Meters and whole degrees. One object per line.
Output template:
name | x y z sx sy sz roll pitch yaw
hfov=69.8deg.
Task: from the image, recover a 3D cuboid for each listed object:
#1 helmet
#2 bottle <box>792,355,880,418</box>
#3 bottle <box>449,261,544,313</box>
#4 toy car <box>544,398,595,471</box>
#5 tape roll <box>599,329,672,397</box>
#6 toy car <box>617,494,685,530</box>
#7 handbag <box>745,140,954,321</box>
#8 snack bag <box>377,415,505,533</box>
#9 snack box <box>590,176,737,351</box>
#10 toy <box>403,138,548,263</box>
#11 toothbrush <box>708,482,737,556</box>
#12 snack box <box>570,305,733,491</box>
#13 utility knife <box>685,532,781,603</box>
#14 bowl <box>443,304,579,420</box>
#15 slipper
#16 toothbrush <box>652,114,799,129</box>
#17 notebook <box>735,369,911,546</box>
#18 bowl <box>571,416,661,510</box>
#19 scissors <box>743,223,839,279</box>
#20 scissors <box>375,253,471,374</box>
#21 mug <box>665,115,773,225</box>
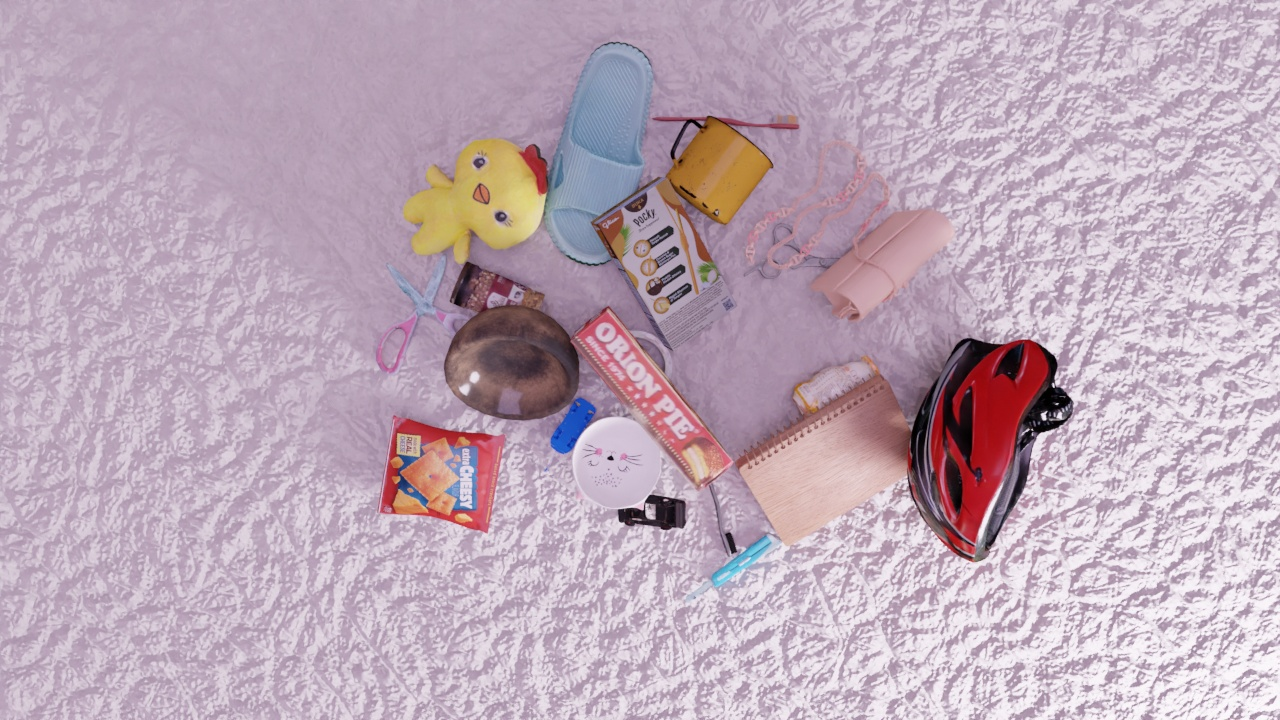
helmet | 0.413 0.103 1.103 0.167 0.217 0.272 17 85 29
bottle | 0.249 0.036 1.160 0.109 0.063 0.063 -32 96 2
bottle | -0.177 -0.077 1.140 0.105 0.056 0.056 23 95 -8
toy car | -0.096 0.098 1.187 0.033 0.062 0.091 33 65 -1
tape roll | -0.007 0.007 1.175 0.094 0.018 0.094 0 96 -1
toy car | 0.016 0.193 1.180 0.092 0.037 0.040 2 97 24
handbag | 0.248 -0.151 1.101 0.198 0.116 0.187 -41 98 -4
snack bag | -0.255 0.145 1.174 0.144 0.039 0.131 11 95 -2
snack box | 0.031 -0.117 1.122 0.101 0.032 0.186 -35 112 -9
toy | -0.197 -0.194 1.120 0.208 0.092 0.134 -19 90 10
toothbrush | 0.095 0.177 1.197 0.013 0.013 0.167 -19 96 -7
snack box | 0.013 0.043 1.113 0.060 0.113 0.236 -39 95 2
utility knife | 0.120 0.277 1.208 0.149 0.015 0.022 -38 92 5
bowl | -0.153 -0.003 1.115 0.162 0.070 0.162 2 139 1
slipper | -0.049 -0.255 1.124 0.116 0.069 0.276 14 95 1
toothbrush | 0.107 -0.301 1.148 0.184 0.015 0.015 2 93 0
notebook | 0.239 0.125 1.155 0.210 0.022 0.169 -31 122 2
bowl | -0.035 0.130 1.163 0.114 0.051 0.114 2 83 -13
scissors | 0.216 -0.117 1.166 0.160 0.014 0.120 35 84 -2
scissors | -0.264 -0.050 1.168 0.175 0.013 0.170 23 91 -2
mug | 0.084 -0.232 1.106 0.123 0.100 0.094 33 97 -33
